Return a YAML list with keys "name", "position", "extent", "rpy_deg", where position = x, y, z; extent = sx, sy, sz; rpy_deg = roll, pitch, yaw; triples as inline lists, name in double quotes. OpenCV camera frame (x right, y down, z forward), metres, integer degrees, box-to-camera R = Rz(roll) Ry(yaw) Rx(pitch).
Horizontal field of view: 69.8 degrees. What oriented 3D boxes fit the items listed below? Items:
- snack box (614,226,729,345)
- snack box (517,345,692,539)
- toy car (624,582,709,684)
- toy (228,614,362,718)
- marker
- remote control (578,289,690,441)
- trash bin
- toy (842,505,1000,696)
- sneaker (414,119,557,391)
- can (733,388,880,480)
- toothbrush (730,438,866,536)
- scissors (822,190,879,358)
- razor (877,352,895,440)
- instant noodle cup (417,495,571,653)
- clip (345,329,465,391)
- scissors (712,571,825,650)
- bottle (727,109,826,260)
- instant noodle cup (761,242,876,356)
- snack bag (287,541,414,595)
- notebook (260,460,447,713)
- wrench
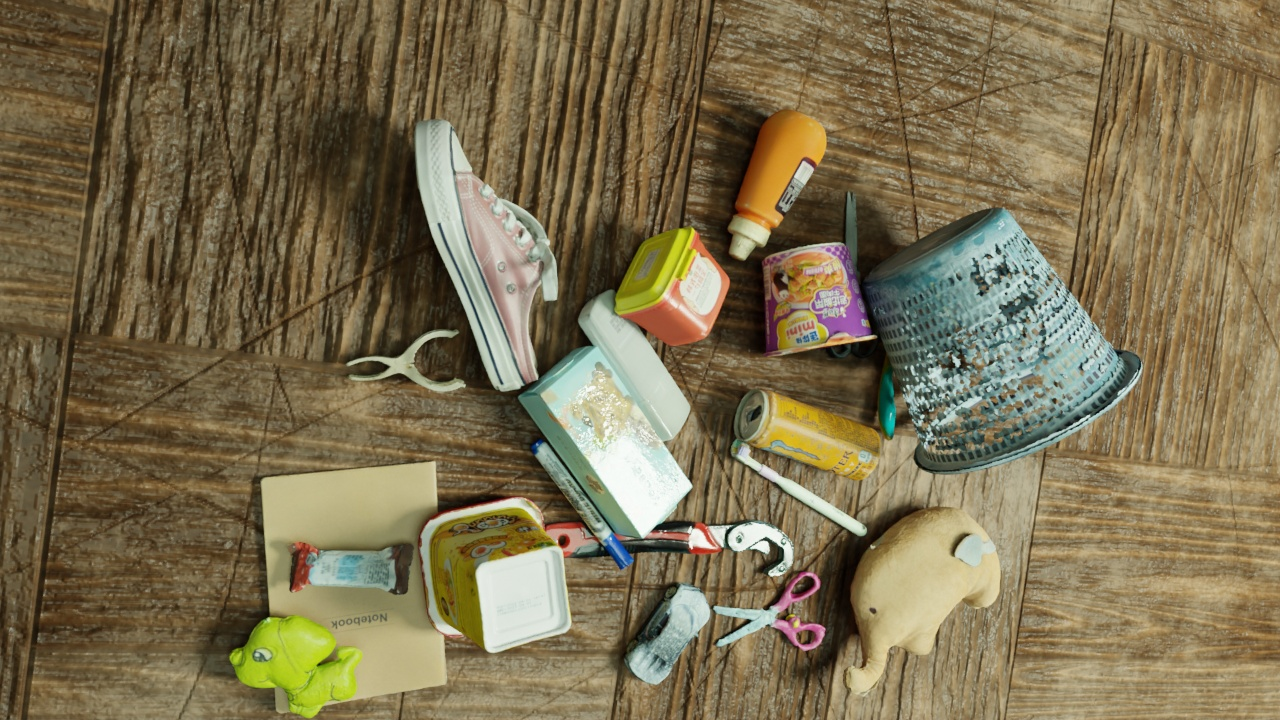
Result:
- name: "snack box"
  position: [0.034, -0.066, 0.852]
  extent: [0.080, 0.082, 0.091]
  rpy_deg: [40, 60, -27]
- name: "snack box"
  position: [-0.031, 0.077, 0.851]
  extent: [0.074, 0.052, 0.175]
  rpy_deg: [-42, 107, -28]
- name: "toy car"
  position: [0.029, 0.270, 0.907]
  extent: [0.049, 0.031, 0.105]
  rpy_deg: [41, 79, -19]
- name: "toy"
  position: [-0.288, 0.255, 0.776]
  extent: [0.096, 0.031, 0.100]
  rpy_deg: [-21, 106, -17]
- name: "marker"
  position: [-0.055, 0.135, 0.860]
  extent: [0.016, 0.017, 0.146]
  rpy_deg: [-37, 96, -14]
- name: "remote control"
  position: [-0.005, 0.005, 0.866]
  extent: [0.150, 0.021, 0.058]
  rpy_deg: [56, 35, -15]
- name: "trash bin"
  position: [0.325, -0.030, 0.889]
  extent: [0.226, 0.227, 0.195]
  rpy_deg: [-32, 94, -16]
- name: "toy"
  position: [0.282, 0.250, 0.975]
  extent: [0.225, 0.082, 0.143]
  rpy_deg: [-35, 93, -12]
- name: "sneaker"
  position: [-0.121, -0.093, 0.784]
  extent: [0.088, 0.118, 0.241]
  rpy_deg: [-18, 107, -1]
- name: "can"
  position: [0.170, 0.076, 0.930]
  extent: [0.146, 0.058, 0.058]
  rpy_deg: [19, 87, -21]
- name: "toothbrush"
  position: [0.169, 0.137, 0.956]
  extent: [0.189, 0.029, 0.020]
  rpy_deg: [34, 124, -21]
- name: "scissors"
  position: [0.230, -0.087, 0.968]
  extent: [0.133, 0.014, 0.175]
  rpy_deg: [34, 79, -19]
- name: "razor"
  position: [0.270, 0.019, 0.978]
  extent: [0.043, 0.028, 0.132]
  rpy_deg: [12, 84, -33]
- name: "instant noodle cup"
  position: [-0.120, 0.188, 0.790]
  extent: [0.116, 0.124, 0.116]
  rpy_deg: [-9, 98, -25]
- name: "clip"
  position: [-0.197, -0.008, 0.800]
  extent: [0.102, 0.035, 0.095]
  rpy_deg: [19, 92, -13]
- name: "scissors"
  position: [0.137, 0.259, 0.957]
  extent: [0.135, 0.017, 0.108]
  rpy_deg: [15, 90, -17]
- name: "bottle"
  position: [0.126, -0.167, 0.896]
  extent: [0.066, 0.067, 0.149]
  rpy_deg: [25, 92, -21]
- name: "instant noodle cup"
  position: [0.169, -0.060, 0.899]
  extent: [0.111, 0.112, 0.099]
  rpy_deg: [-7, 88, -20]
- name: "snack bag"
  position: [-0.249, 0.178, 0.787]
  extent: [0.105, 0.026, 0.045]
  rpy_deg: [7, 82, -22]
- name: "notebook"
  position: [-0.249, 0.197, 0.808]
  extent: [0.147, 0.008, 0.207]
  rpy_deg: [-3, 95, -20]
- name: "wrench"
  position: [0.034, 0.181, 0.910]
  extent: [0.273, 0.016, 0.056]
  rpy_deg: [8, 87, -21]
